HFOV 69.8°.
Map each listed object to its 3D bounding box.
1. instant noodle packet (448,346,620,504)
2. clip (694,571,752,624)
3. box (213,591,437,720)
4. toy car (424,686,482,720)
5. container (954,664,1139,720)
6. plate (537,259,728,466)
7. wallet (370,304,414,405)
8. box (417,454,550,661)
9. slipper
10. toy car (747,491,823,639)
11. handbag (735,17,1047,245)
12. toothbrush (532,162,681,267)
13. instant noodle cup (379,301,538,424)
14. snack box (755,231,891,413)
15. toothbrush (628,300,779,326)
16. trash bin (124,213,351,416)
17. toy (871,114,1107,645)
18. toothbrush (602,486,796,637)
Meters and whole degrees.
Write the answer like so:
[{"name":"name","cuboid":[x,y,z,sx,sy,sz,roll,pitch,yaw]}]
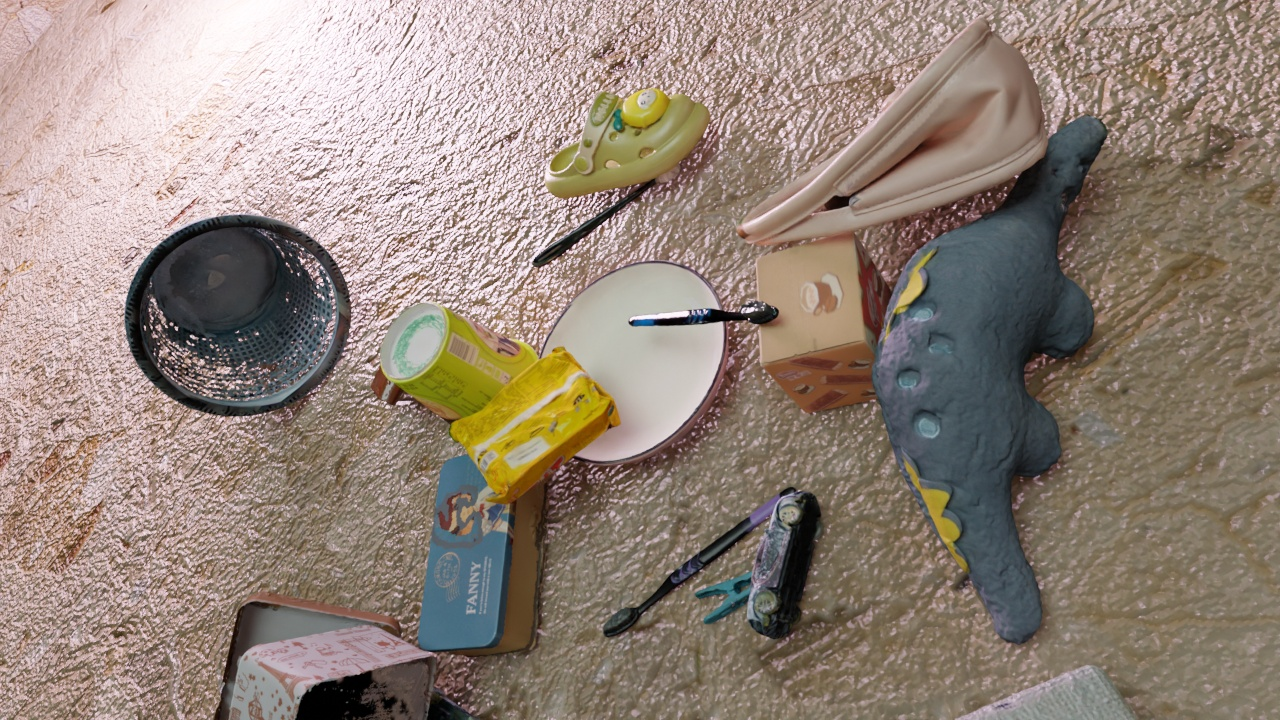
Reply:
[{"name":"instant noodle packet","cuboid":[-0.089,0.055,0.756,0.128,0.044,0.111,-36,43,-9]},{"name":"clip","cuboid":[0.067,0.173,0.676,0.056,0.014,0.040,-30,53,19]},{"name":"box","cuboid":[-0.271,0.288,0.722,0.178,0.152,0.182,12,91,32]},{"name":"toy car","cuboid":[-0.154,0.299,0.743,0.091,0.034,0.043,16,73,37]},{"name":"container","cuboid":[0.215,0.229,0.491,0.114,0.090,0.090,-28,53,4]},{"name":"plate","cuboid":[-0.005,0.005,0.797,0.193,0.039,0.192,-16,58,26]},{"name":"wallet","cuboid":[-0.239,-0.006,0.929,0.101,0.032,0.125,-63,18,-6]},{"name":"box","cuboid":[-0.131,0.169,0.780,0.090,0.061,0.184,-16,56,27]},{"name":"slipper","cuboid":[-0.027,-0.217,0.896,0.191,0.081,0.091,-12,43,33]},{"name":"toy car","cuboid":[0.100,0.142,0.647,0.031,0.049,0.105,8,69,34]},{"name":"handbag","cuboid":[0.174,-0.148,0.683,0.235,0.093,0.192,-29,9,33]},{"name":"toothbrush","cuboid":[-0.036,-0.142,0.911,0.181,0.015,0.018,-32,23,17]},{"name":"instant noodle cup","cuboid":[-0.172,0.006,0.853,0.112,0.123,0.111,-16,58,27]},{"name":"snack box","cuboid":[0.140,-0.026,0.680,0.077,0.094,0.092,-14,59,27]},{"name":"toothbrush","cuboid":[0.040,-0.035,0.710,0.190,0.016,0.014,1,73,57]},{"name":"trash bin","cuboid":[-0.470,-0.075,1.057,0.226,0.226,0.195,-54,37,-2]},{"name":"toy","cuboid":[0.226,-0.007,0.602,0.138,0.091,0.356,15,78,7]},{"name":"toothbrush","cuboid":[0.043,0.154,0.701,0.189,0.016,0.014,-39,50,8]}]
